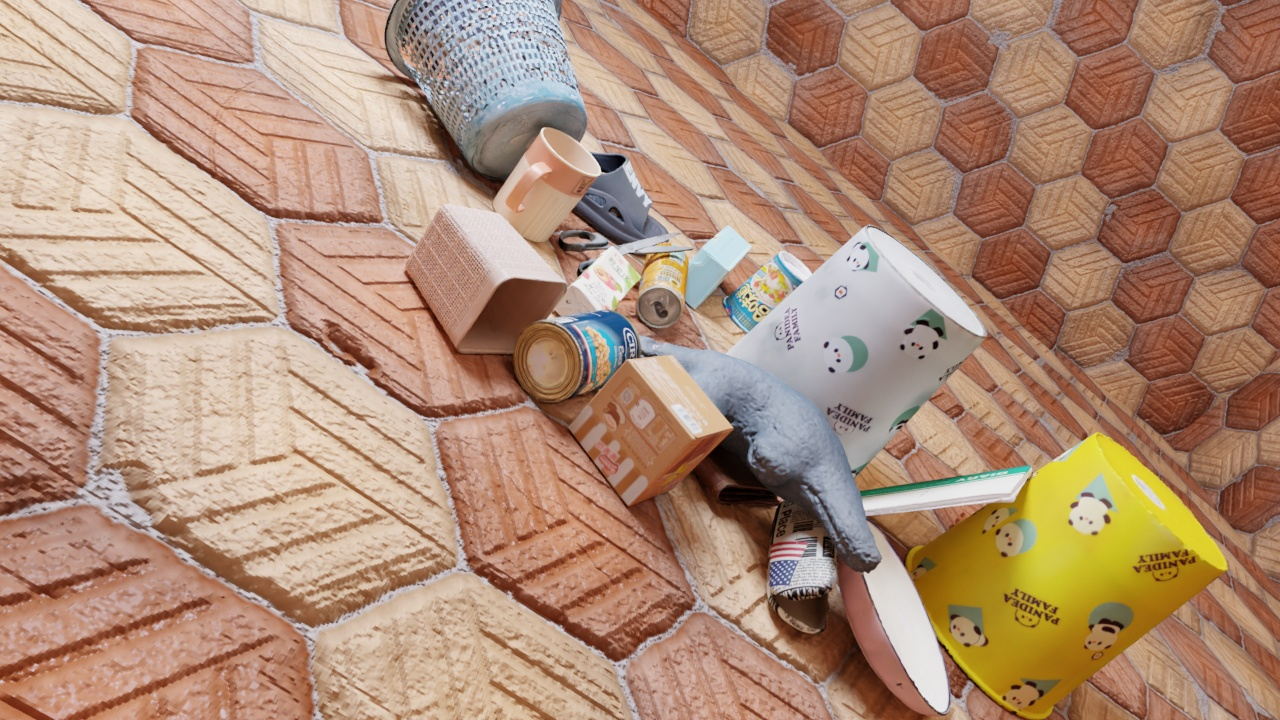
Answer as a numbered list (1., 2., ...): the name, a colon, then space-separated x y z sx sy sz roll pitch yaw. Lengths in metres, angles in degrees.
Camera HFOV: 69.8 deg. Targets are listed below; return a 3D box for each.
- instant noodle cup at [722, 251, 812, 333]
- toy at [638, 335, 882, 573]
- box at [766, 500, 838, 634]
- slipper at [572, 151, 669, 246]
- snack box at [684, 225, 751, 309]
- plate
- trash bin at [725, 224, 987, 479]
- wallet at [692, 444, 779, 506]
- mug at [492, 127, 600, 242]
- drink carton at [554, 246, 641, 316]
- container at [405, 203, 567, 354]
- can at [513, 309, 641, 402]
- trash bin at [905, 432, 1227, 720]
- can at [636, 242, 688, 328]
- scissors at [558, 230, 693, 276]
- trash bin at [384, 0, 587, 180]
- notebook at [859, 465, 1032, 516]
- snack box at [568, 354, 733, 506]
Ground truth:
1. instant noodle cup: 0.189 -0.094 1.308 0.099 0.110 0.099 33 27 -20
2. toy: 0.106 0.064 0.890 0.356 0.092 0.137 38 34 26
3. box: 0.156 0.174 0.862 0.076 0.086 0.162 26 29 0
4. slipper: -0.059 -0.240 1.222 0.268 0.083 0.110 32 29 -18
5. snack box: 0.100 -0.133 1.285 0.051 0.074 0.174 43 25 1
6. plate: 0.233 0.244 0.871 0.192 0.039 0.192 48 25 -31
7. trash bin: 0.246 -0.005 1.079 0.229 0.252 0.229 33 26 -18
8. wallet: 0.088 0.103 0.945 0.124 0.032 0.101 12 35 -47
9. mug: -0.114 -0.196 1.040 0.081 0.106 0.114 43 25 2
10. drink carton: -0.047 -0.075 1.004 0.053 0.046 0.122 46 32 -7
11. container: -0.144 -0.075 0.831 0.111 0.090 0.090 50 26 24
12. can: -0.058 -0.005 0.852 0.075 0.075 0.111 48 26 14
13. trash bin: 0.471 0.231 1.022 0.229 0.256 0.229 32 27 -19
14. can: 0.029 -0.095 1.141 0.058 0.058 0.145 36 26 -13
15. scissors: -0.020 -0.138 1.118 0.163 0.014 0.164 24 45 3
16. trash bin: -0.167 -0.333 1.094 0.226 0.227 0.195 2 59 -54
17. notebook: 0.313 0.148 1.012 0.150 0.210 0.012 -9 86 -59
18. snack box: 0.009 0.060 0.820 0.093 0.095 0.076 51 27 18
